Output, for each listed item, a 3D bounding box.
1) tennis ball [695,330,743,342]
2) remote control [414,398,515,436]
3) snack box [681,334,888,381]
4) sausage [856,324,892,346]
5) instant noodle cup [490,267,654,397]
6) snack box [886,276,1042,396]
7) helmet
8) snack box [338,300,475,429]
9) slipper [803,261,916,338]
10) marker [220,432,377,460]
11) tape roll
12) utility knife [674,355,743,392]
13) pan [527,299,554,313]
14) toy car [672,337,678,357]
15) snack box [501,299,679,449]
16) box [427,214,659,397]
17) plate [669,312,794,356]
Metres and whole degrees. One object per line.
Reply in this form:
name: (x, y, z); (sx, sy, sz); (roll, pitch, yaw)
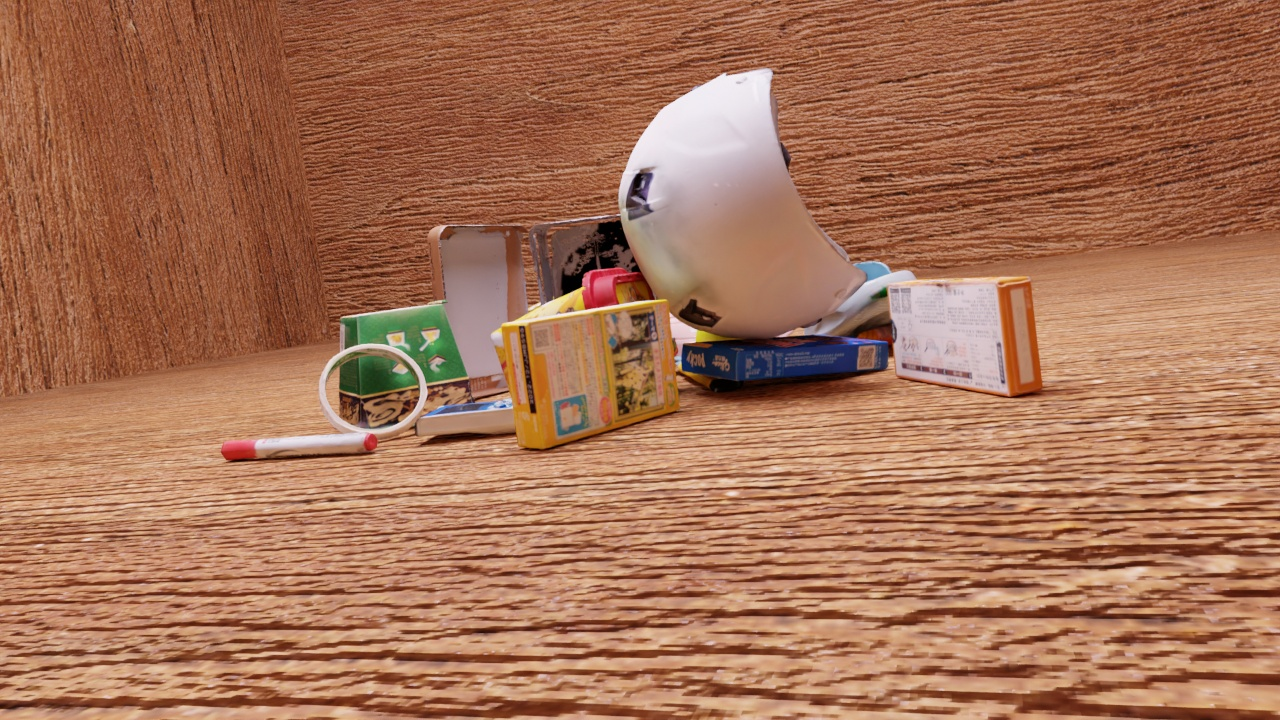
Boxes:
tennis ball: (0.087, -0.022, 0.908); (0.065, 0.065, 0.065); (-7, 6, 1)
remote control: (-0.108, 0.043, 0.710); (0.125, 0.024, 0.049); (-5, 6, 9)
snack box: (0.122, -0.004, 0.778); (0.157, 0.026, 0.085); (-4, 7, -28)
sausage: (0.279, -0.030, 0.963); (0.164, 0.021, 0.021); (-11, 7, -38)
instant noodle cup: (-0.051, -0.010, 0.791); (0.124, 0.116, 0.115); (-17, 2, 21)
snack box: (0.224, -0.020, 0.652); (0.026, 0.075, 0.154); (-10, 6, -11)
helmet: (0.063, -0.112, 0.778); (0.146, 0.229, 0.258); (-26, 10, -3)
snack box: (-0.225, 0.004, 0.843); (0.117, 0.105, 0.118); (-11, 6, -29)
slipper: (0.225, -0.065, 0.965); (0.104, 0.074, 0.245); (-17, -6, -1)
marker: (-0.267, 0.067, 0.716); (0.145, 0.017, 0.017); (-5, 6, 23)
tape roll: (-0.221, 0.026, 0.759); (0.085, 0.085, 0.014); (-10, -26, -24)
utility knife: (0.058, 0.010, 0.868); (0.033, 0.015, 0.223); (-8, 8, -9)
pan: (-0.082, -0.064, 1.291); (0.358, 0.078, 0.197); (-26, 2, 29)
toy car: (-0.005, 0.005, 0.918); (0.049, 0.031, 0.106); (-11, 14, 40)
snack box: (-0.032, 0.007, 0.659); (0.140, 0.087, 0.034); (-13, 8, -42)
box: (-0.097, -0.064, 0.995); (0.269, 0.179, 0.136); (-8, 6, -21)
plate: (0.078, -0.046, 1.145); (0.229, 0.028, 0.229); (-7, 17, 2)
